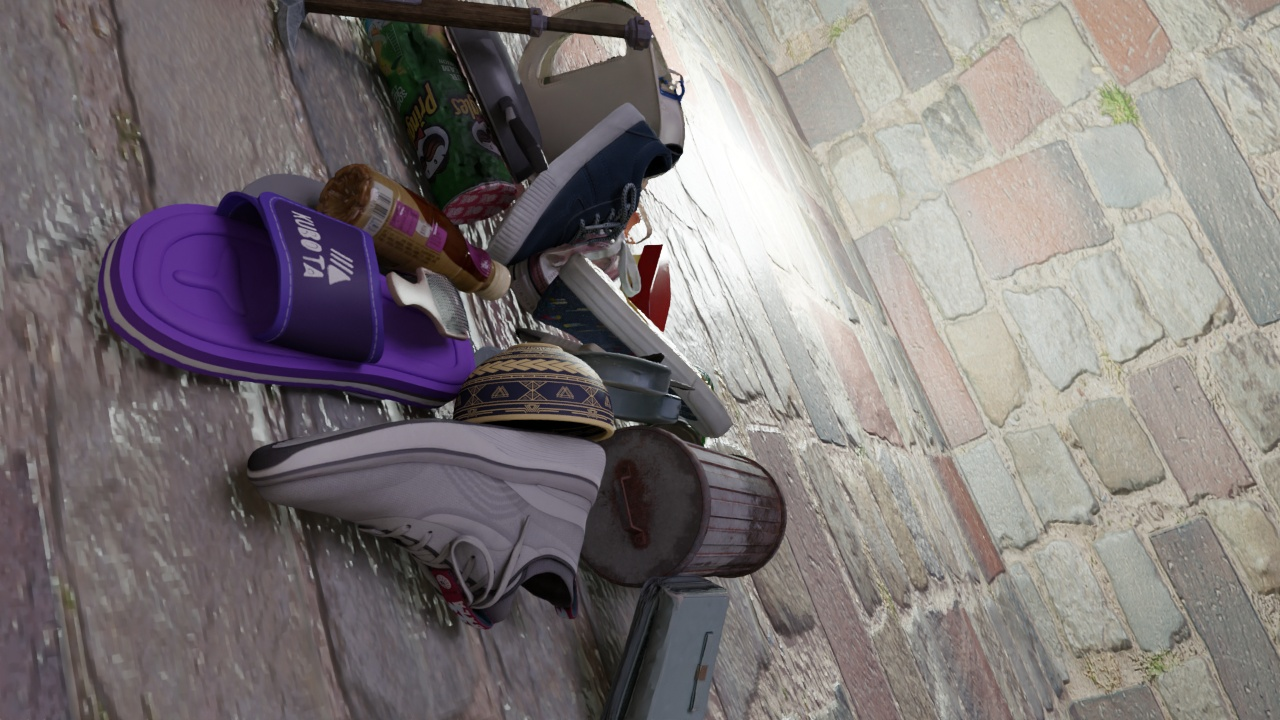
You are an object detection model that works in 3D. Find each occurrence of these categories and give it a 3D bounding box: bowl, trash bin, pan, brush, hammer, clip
[{"bbox_3d":[-0.075,0.022,0.650,0.112,0.113,0.061,22,64,-56],"label":"bowl"},{"bbox_3d":[0.036,0.133,0.817,0.211,0.131,0.130,21,46,-59],"label":"trash bin"},{"bbox_3d":[-0.117,-0.226,0.826,0.357,0.041,0.179,-121,-172,-60],"label":"pan"},{"bbox_3d":[0.003,-0.070,1.051,0.173,0.042,0.082,-75,161,-58],"label":"brush"},{"bbox_3d":[-0.143,-0.293,0.786,0.316,0.028,0.146,1,53,-12],"label":"hammer"},{"bbox_3d":[-0.043,0.028,0.757,0.141,0.172,0.029,53,47,-60],"label":"clip"},{"bbox_3d":[-0.136,-0.041,0.602,0.135,0.015,0.050,29,40,-85],"label":"brush"}]

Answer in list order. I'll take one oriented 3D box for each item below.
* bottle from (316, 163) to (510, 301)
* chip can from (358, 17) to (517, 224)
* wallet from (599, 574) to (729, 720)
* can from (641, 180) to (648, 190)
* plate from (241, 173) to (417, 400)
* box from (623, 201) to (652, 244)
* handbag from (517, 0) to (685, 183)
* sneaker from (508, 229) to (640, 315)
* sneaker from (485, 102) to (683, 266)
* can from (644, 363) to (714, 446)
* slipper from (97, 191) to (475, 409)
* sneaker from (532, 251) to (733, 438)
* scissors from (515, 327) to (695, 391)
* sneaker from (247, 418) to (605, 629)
[{"bbox_3d":[-0.164,-0.088,0.701,0.166,0.060,0.059,29,39,-51],"label":"bottle"},{"bbox_3d":[-0.187,-0.237,0.836,0.075,0.076,0.223,-5,69,-65],"label":"chip can"},{"bbox_3d":[0.023,0.230,0.701,0.100,0.054,0.131,16,87,-60],"label":"wallet"},{"bbox_3d":[-0.049,-0.273,1.150,0.079,0.079,0.142,-4,68,-65],"label":"can"},{"bbox_3d":[-0.215,-0.051,0.650,0.178,0.012,0.178,45,28,-33],"label":"plate"},{"bbox_3d":[-0.051,-0.212,1.089,0.043,0.083,0.187,-18,83,-60],"label":"box"},{"bbox_3d":[-0.049,-0.287,1.007,0.092,0.201,0.199,-12,97,-63],"label":"handbag"},{"bbox_3d":[-0.052,-0.113,0.957,0.118,0.088,0.240,58,25,-8],"label":"sneaker"},{"bbox_3d":[-0.050,-0.151,0.867,0.087,0.089,0.235,44,63,-4],"label":"sneaker"},{"bbox_3d":[0.041,0.059,0.983,0.067,0.067,0.120,53,26,-20],"label":"can"},{"bbox_3d":[-0.184,-0.041,0.577,0.266,0.084,0.107,23,45,-56],"label":"slipper"},{"bbox_3d":[-0.005,0.005,0.866,0.235,0.079,0.087,45,5,-22],"label":"sneaker"},{"bbox_3d":[-0.037,0.007,0.802,0.179,0.015,0.194,31,-24,11],"label":"scissors"},{"bbox_3d":[-0.124,0.105,0.581,0.262,0.097,0.128,16,68,-49],"label":"sneaker"}]
